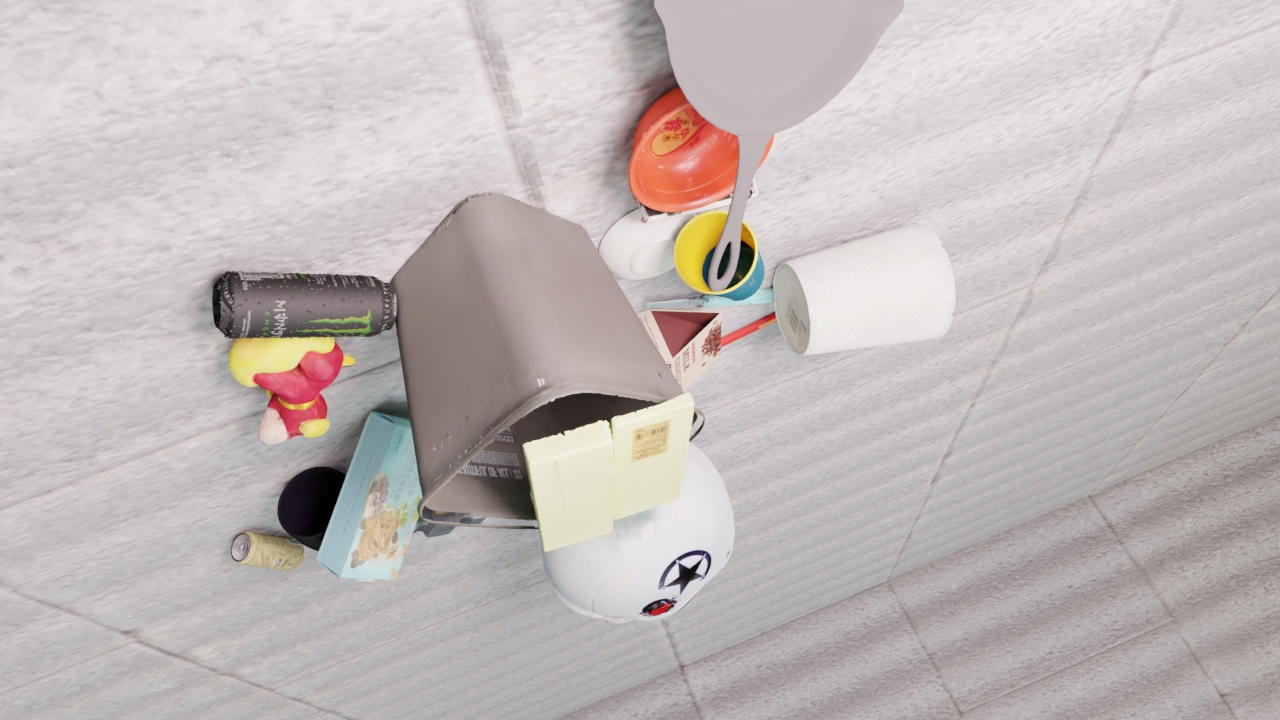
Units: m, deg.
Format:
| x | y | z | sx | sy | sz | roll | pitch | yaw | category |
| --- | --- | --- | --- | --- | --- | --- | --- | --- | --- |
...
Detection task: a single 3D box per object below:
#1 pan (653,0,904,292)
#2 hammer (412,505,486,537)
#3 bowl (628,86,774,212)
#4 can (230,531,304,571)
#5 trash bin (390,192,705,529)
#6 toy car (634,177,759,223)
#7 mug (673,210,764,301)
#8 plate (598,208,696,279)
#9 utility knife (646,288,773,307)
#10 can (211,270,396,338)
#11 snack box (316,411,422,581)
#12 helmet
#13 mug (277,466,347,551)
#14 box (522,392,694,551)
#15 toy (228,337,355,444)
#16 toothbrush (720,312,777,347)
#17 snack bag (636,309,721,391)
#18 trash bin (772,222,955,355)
| x | y | z | sx | sy | sz | roll | pitch | yaw | category |
| --- | --- | --- | --- | --- | --- | --- | --- | --- | --- |
| 0.090 | -0.208 | 0.693 | 0.216 | 0.024 | 0.355 | -10 | 130 | -27 | pan |
| -0.200 | 0.132 | 1.044 | 0.117 | 0.051 | 0.324 | -6 | 157 | -29 | hammer |
| 0.044 | -0.184 | 0.761 | 0.130 | 0.045 | 0.131 | -18 | 151 | -11 | bowl |
| -0.446 | 0.229 | 1.098 | 0.038 | 0.038 | 0.079 | -32 | 150 | 15 | can |
| -0.097 | -0.001 | 0.781 | 0.198 | 0.220 | 0.197 | -40 | 148 | 27 | trash bin |
| 0.049 | -0.151 | 0.833 | 0.113 | 0.039 | 0.039 | -15 | 171 | -17 | toy car |
| 0.084 | -0.094 | 0.894 | 0.078 | 0.078 | 0.121 | -30 | 168 | 11 | mug |
| 0.013 | -0.108 | 0.886 | 0.104 | 0.026 | 0.104 | -19 | 151 | -11 | plate |
| 0.081 | -0.066 | 1.018 | 0.177 | 0.015 | 0.022 | -7 | 146 | -31 | utility knife |
| -0.273 | -0.045 | 0.751 | 0.137 | 0.054 | 0.054 | -2 | 144 | -35 | can |
| -0.274 | 0.145 | 0.977 | 0.075 | 0.053 | 0.174 | 21 | 89 | -53 | snack box |
| -0.016 | 0.200 | 1.174 | 0.264 | 0.236 | 0.164 | -28 | 147 | -6 | helmet |
| -0.336 | 0.164 | 1.039 | 0.118 | 0.085 | 0.100 | -49 | 155 | -17 | mug |
| -0.023 | 0.095 | 0.745 | 0.137 | 0.024 | 0.187 | -19 | 151 | -14 | box |
| -0.309 | 0.014 | 0.826 | 0.105 | 0.067 | 0.138 | -14 | 138 | -23 | toy |
| 0.084 | -0.010 | 1.112 | 0.212 | 0.018 | 0.012 | -25 | 151 | 3 | toothbrush |
| -0.006 | 0.006 | 1.018 | 0.206 | 0.069 | 0.094 | -20 | 152 | -6 | snack bag |
| 0.241 | -0.073 | 1.018 | 0.161 | 0.133 | 0.133 | -12 | 150 | -10 | trash bin |
